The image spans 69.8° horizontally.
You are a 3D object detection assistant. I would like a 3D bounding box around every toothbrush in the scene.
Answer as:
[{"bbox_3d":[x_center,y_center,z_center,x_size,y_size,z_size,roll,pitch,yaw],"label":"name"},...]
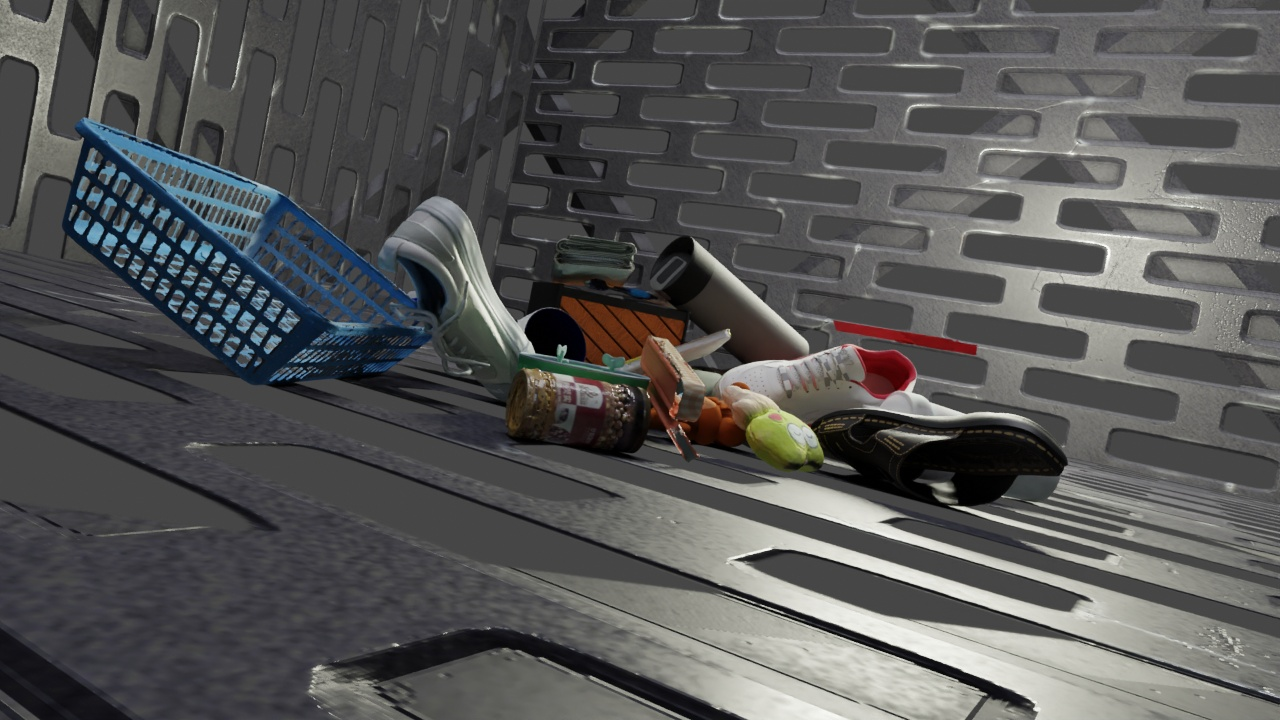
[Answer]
[{"bbox_3d":[-0.003,-0.084,1.180,0.017,0.016,0.188,0,-6,41],"label":"toothbrush"}]

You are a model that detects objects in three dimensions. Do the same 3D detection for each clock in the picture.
[{"bbox_3d":[-0.057,0.026,0.862,0.122,0.075,0.161,11,1,-5],"label":"clock"}]

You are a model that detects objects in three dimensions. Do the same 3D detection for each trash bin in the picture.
[{"bbox_3d":[-0.054,-0.015,1.182,0.171,0.139,0.140,11,2,-20],"label":"trash bin"}]

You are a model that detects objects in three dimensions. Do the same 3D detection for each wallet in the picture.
[{"bbox_3d":[-0.059,-0.123,1.133,0.100,0.054,0.132,2,-1,-8],"label":"wallet"}]

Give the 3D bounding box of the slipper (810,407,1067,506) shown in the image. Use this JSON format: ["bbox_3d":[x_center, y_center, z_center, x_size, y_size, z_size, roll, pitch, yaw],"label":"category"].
[{"bbox_3d":[0.261,0.094,0.856,0.113,0.075,0.268,38,-22,-27],"label":"slipper"}]

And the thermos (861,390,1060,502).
[{"bbox_3d":[0.349,0.100,1.019,0.220,0.099,0.099,16,1,-12],"label":"thermos"}]

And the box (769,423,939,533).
[{"bbox_3d":[0.289,0.100,1.172,0.215,0.164,0.153,13,-41,22],"label":"box"}]

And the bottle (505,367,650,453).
[{"bbox_3d":[-0.050,0.041,0.739,0.105,0.056,0.056,10,2,-24],"label":"bottle"}]

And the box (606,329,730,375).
[{"bbox_3d":[-0.005,0.008,1.043,0.209,0.036,0.130,-18,-2,-28],"label":"box"}]

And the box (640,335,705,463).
[{"bbox_3d":[0.025,0.032,0.839,0.042,0.083,0.187,10,14,-11],"label":"box"}]

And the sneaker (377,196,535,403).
[{"bbox_3d":[-0.175,-0.032,0.877,0.090,0.090,0.242,16,-39,36],"label":"sneaker"}]

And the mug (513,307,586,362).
[{"bbox_3d":[-0.131,-0.014,0.991,0.112,0.078,0.097,32,-32,-27],"label":"mug"}]

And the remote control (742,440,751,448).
[{"bbox_3d":[0.110,0.087,1.017,0.136,0.015,0.032,9,2,-9],"label":"remote control"}]

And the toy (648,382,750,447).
[{"bbox_3d":[0.063,0.056,0.953,0.127,0.065,0.095,5,13,-24],"label":"toy"}]

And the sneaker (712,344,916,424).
[{"bbox_3d":[0.204,0.020,1.041,0.236,0.090,0.105,3,-35,-15],"label":"sneaker"}]

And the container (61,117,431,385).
[{"bbox_3d":[-0.345,-0.076,0.862,0.257,0.089,0.362,39,3,2],"label":"container"}]

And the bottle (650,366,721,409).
[{"bbox_3d":[0.041,0.043,1.042,0.061,0.061,0.131,-29,-24,34],"label":"bottle"}]

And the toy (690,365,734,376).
[{"bbox_3d":[0.100,0.047,1.226,0.152,0.078,0.180,3,5,-35],"label":"toy"}]

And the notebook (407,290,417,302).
[{"bbox_3d":[-0.212,-0.026,1.131,0.171,0.022,0.209,42,-10,-16],"label":"notebook"}]

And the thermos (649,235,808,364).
[{"bbox_3d":[0.120,-0.063,1.229,0.240,0.082,0.082,38,-12,-30],"label":"thermos"}]

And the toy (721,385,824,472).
[{"bbox_3d":[0.125,0.065,0.890,0.092,0.046,0.115,8,33,-52],"label":"toy"}]
